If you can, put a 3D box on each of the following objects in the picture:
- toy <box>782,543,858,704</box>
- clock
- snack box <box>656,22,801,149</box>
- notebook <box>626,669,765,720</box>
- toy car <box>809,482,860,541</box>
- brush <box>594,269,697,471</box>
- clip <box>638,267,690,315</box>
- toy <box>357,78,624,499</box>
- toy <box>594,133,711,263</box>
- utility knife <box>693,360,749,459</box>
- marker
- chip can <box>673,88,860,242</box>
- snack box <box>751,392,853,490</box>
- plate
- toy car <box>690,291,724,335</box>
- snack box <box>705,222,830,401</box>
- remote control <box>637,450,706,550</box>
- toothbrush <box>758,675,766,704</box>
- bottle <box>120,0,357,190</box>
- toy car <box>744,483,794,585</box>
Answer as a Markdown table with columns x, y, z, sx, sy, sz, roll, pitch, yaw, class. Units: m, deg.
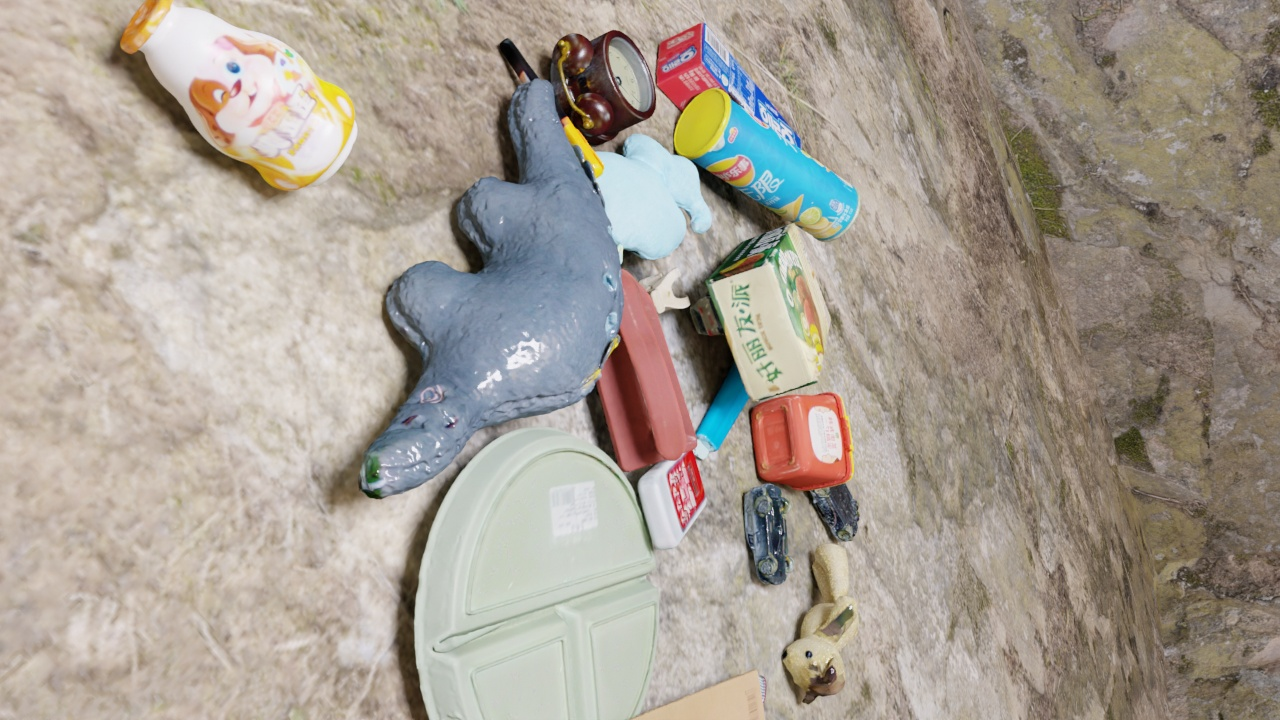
| x | y | z | sx | sy | sz | roll | pitch | yaw | class |
| --- | --- | --- | --- | --- | --- | --- | --- | --- | --- |
| 0.174 | 0.245 | 0.871 | 0.156 | 0.066 | 0.105 | -69 | 175 | -47 | toy |
| -0.034 | -0.221 | 0.740 | 0.121 | 0.055 | 0.082 | -27 | 101 | -59 | clock |
| 0.098 | -0.255 | 0.949 | 0.207 | 0.058 | 0.057 | 33 | 51 | -45 | snack box |
| 0.049 | 0.314 | 0.652 | 0.211 | 0.012 | 0.149 | 12 | 67 | -58 | notebook |
| 0.201 | 0.144 | 0.968 | 0.105 | 0.031 | 0.048 | 60 | 35 | -24 | toy car |
| -0.004 | 0.004 | 0.672 | 0.063 | 0.069 | 0.146 | -16 | 91 | -20 | brush |
| 0.010 | -0.050 | 0.755 | 0.099 | 0.070 | 0.034 | -38 | 110 | -62 | clip |
| -0.075 | -0.042 | 0.581 | 0.138 | 0.092 | 0.355 | 39 | 44 | -25 | toy |
| 0.003 | -0.134 | 0.763 | 0.161 | 0.050 | 0.156 | 28 | 44 | -33 | toy |
| 0.080 | 0.040 | 0.843 | 0.034 | 0.018 | 0.160 | 58 | 38 | -18 | utility knife |
| -0.067 | -0.189 | 0.690 | 0.015 | 0.018 | 0.124 | -37 | 93 | -29 | marker |
| 0.133 | -0.192 | 0.925 | 0.210 | 0.071 | 0.071 | 23 | 58 | -36 | chip can |
| 0.155 | 0.077 | 0.886 | 0.080 | 0.082 | 0.091 | 10 | 68 | -44 | snack box |
| -0.049 | 0.154 | 0.572 | 0.230 | 0.028 | 0.230 | 21 | 66 | -57 | plate |
| 0.072 | -0.047 | 0.850 | 0.042 | 0.035 | 0.090 | 72 | 21 | -6 | toy car |
| 0.127 | -0.053 | 0.857 | 0.114 | 0.063 | 0.239 | 68 | 19 | -10 | snack box |
| 0.027 | 0.101 | 0.701 | 0.135 | 0.020 | 0.056 | -19 | 95 | -75 | remote control |
| 0.083 | 0.340 | 0.729 | 0.017 | 0.016 | 0.187 | 40 | 46 | -30 | toothbrush |
| -0.198 | -0.134 | 0.457 | 0.108 | 0.063 | 0.063 | 37 | 49 | -43 | bottle |
| 0.115 | 0.158 | 0.833 | 0.043 | 0.034 | 0.090 | 15 | 68 | -56 | toy car |
